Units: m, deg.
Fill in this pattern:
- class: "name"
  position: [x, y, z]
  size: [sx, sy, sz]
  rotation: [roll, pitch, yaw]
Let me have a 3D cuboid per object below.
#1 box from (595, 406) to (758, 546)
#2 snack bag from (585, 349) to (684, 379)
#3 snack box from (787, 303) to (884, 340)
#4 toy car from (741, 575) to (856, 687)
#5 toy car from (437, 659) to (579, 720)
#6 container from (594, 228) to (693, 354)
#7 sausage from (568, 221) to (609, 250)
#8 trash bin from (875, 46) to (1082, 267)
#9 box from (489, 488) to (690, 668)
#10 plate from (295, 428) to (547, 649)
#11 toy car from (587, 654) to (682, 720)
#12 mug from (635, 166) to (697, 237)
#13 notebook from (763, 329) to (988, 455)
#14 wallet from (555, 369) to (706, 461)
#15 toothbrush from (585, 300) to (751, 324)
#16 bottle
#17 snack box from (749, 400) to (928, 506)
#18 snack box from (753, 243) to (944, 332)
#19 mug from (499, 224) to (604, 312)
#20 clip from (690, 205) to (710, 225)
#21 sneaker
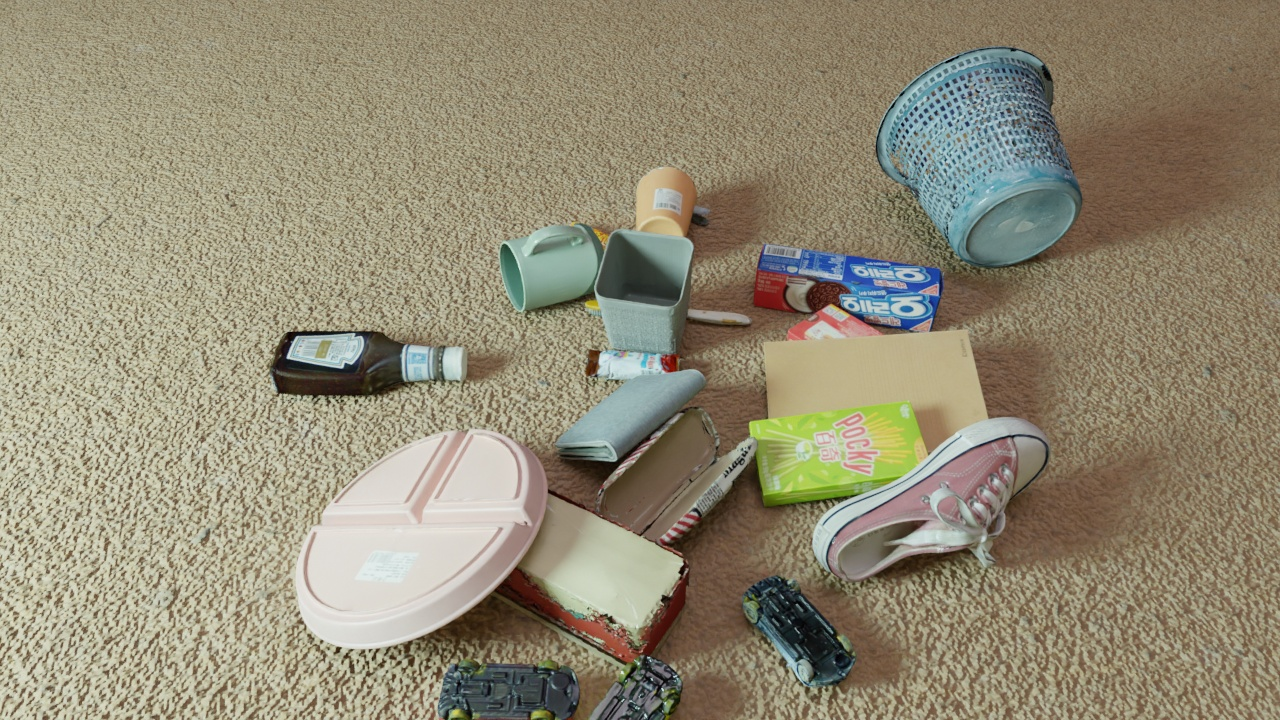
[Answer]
- class: "box"
  position: [0.039, 0.107, 0.825]
  size: [0.087, 0.076, 0.161]
  rotation: [-2, 28, 45]
- class: "snack bag"
  position: [-0.006, 0.006, 0.975]
  size: [0.105, 0.026, 0.045]
  rotation: [2, 44, 4]
- class: "snack box"
  position: [0.238, -0.003, 0.986]
  size: [0.075, 0.025, 0.153]
  rotation: [-32, 50, -29]
- class: "toy car"
  position: [0.126, 0.218, 0.735]
  size: [0.048, 0.031, 0.105]
  rotation: [-24, 46, -23]
- class: "toy car"
  position: [-0.098, 0.255, 0.693]
  size: [0.106, 0.031, 0.049]
  rotation: [-2, 42, 2]
- class: "container"
  position: [0.007, -0.067, 0.978]
  size: [0.090, 0.114, 0.090]
  rotation: [10, 61, 9]
- class: "sausage"
  position: [-0.029, -0.138, 1.139]
  size: [0.165, 0.021, 0.021]
  rotation: [29, 49, 28]
- class: "trash bin"
  position: [0.425, -0.230, 1.122]
  size: [0.226, 0.227, 0.194]
  rotation: [-5, 55, -6]
- class: "box"
  position: [-0.050, 0.171, 0.752]
  size: [0.168, 0.078, 0.091]
  rotation: [22, 46, 23]
- class: "plate"
  position: [-0.188, 0.137, 0.769]
  size: [0.230, 0.028, 0.229]
  rotation: [-16, 35, 12]
- class: "toy car"
  position: [-0.010, 0.270, 0.678]
  size: [0.048, 0.032, 0.105]
  rotation: [27, 60, 26]
- class: "mug"
  position: [0.029, -0.178, 1.130]
  size: [0.078, 0.078, 0.122]
  rotation: [3, 35, 3]
- class: "notebook"
  position: [0.234, 0.034, 0.921]
  size: [0.211, 0.012, 0.149]
  rotation: [-3, 51, 7]
- class: "wallet"
  position: [-0.011, 0.056, 0.888]
  size: [0.129, 0.037, 0.107]
  rotation: [-38, 17, -33]
- class: "toothbrush"
  position: [0.032, -0.052, 1.050]
  size: [0.191, 0.018, 0.016]
  rotation: [6, 44, 3]
- class: "bottle"
  position: [-0.282, 0.003, 0.966]
  size: [0.195, 0.044, 0.079]
  rotation: [0, 42, -1]
- class: "snack box"
  position: [0.186, 0.087, 0.862]
  size: [0.156, 0.026, 0.085]
  rotation: [-8, 50, 4]
- class: "snack box"
  position: [0.237, -0.084, 1.052]
  size: [0.207, 0.058, 0.057]
  rotation: [9, 43, 11]
- class: "mug"
  position: [-0.097, -0.116, 1.046]
  size: [0.106, 0.112, 0.082]
  rotation: [-16, 62, -20]
- class: "clip"
  position: [0.065, -0.195, 1.204]
  size: [0.058, 0.036, 0.025]
  rotation: [25, 45, 26]
- class: "sneaker"
  position: [0.266, 0.129, 0.781]
  size: [0.240, 0.118, 0.088]
  rotation: [-23, 29, -16]
